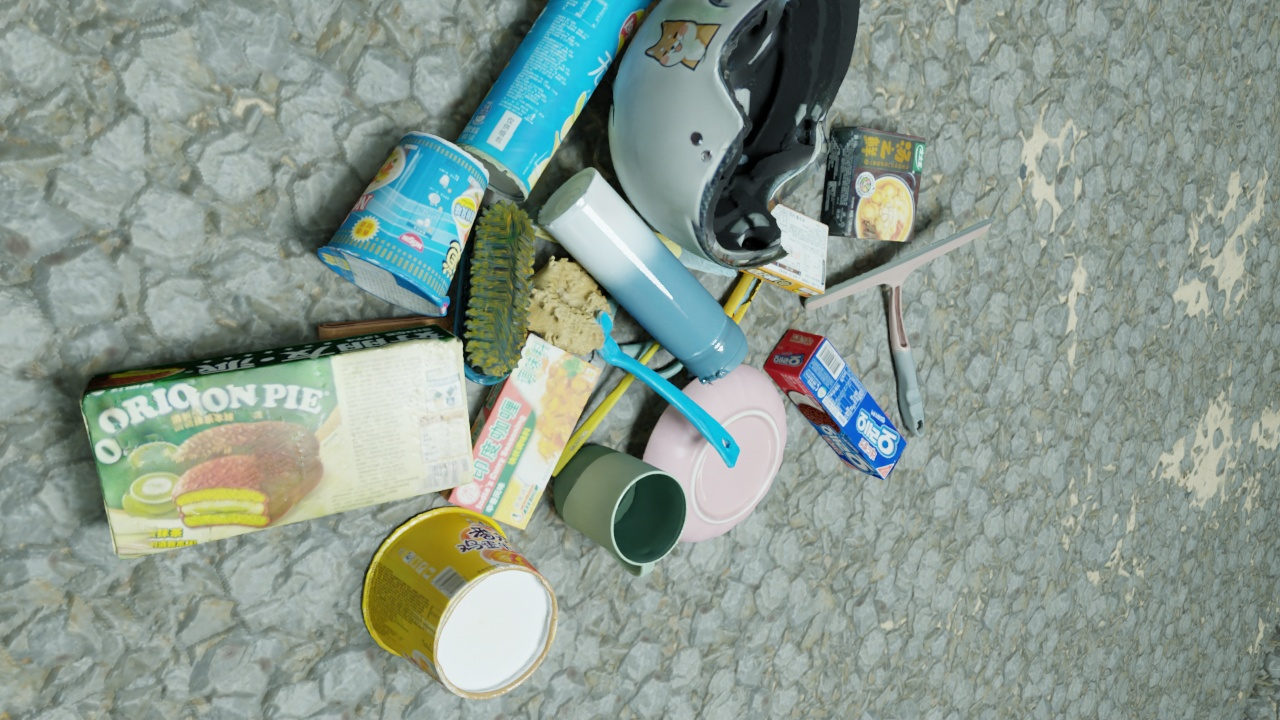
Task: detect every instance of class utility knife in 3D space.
[{"bbox_3d":[-0.004,-0.103,0.807,0.212,0.022,0.031,11,93,-20],"label":"utility knife"},{"bbox_3d":[0.091,-0.046,0.905,0.170,0.015,0.033,-59,141,-19],"label":"utility knife"}]

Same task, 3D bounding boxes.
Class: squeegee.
[{"bbox_3d":[0.307,-0.017,1.068,0.247,0.040,0.250,-23,120,-13],"label":"squeegee"}]

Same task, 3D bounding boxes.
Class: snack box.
[{"bbox_3d":[0.219,0.052,1.006,0.207,0.058,0.057,45,73,-34],"label":"snack box"},{"bbox_3d":[0.128,-0.118,0.908,0.153,0.026,0.075,16,74,-38],"label":"snack box"},{"bbox_3d":[-0.242,0.050,0.639,0.239,0.063,0.114,-11,107,-24],"label":"snack box"},{"bbox_3d":[-0.101,0.060,0.784,0.077,0.027,0.155,28,86,-30],"label":"snack box"},{"bbox_3d":[0.255,-0.187,0.987,0.125,0.053,0.113,-2,102,-31],"label":"snack box"}]

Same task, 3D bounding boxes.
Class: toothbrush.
[{"bbox_3d":[-0.024,0.026,0.830,0.190,0.016,0.016,-51,123,-9],"label":"toothbrush"}]

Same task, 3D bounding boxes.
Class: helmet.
[{"bbox_3d":[0.065,-0.218,0.763,0.273,0.157,0.230,-68,155,-11],"label":"helmet"}]

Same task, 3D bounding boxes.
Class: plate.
[{"bbox_3d":[0.083,0.099,0.908,0.192,0.039,0.193,-19,121,-35],"label":"plate"}]

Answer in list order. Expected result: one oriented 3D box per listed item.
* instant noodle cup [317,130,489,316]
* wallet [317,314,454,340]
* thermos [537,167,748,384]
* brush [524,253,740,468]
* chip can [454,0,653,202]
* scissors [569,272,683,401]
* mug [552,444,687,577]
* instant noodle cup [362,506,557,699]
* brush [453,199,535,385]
[{"bbox_3d":[-0.165,-0.102,0.672,0.099,0.099,0.109,35,71,-36],"label":"instant noodle cup"},{"bbox_3d":[-0.194,0.032,0.716,0.107,0.031,0.132,-7,105,-33],"label":"wallet"},{"bbox_3d":[0.009,-0.066,0.783,0.220,0.070,0.070,44,74,-28],"label":"thermos"},{"bbox_3d":[-0.005,0.005,0.786,0.254,0.046,0.083,41,42,-13],"label":"brush"},{"bbox_3d":[-0.065,-0.230,0.724,0.071,0.071,0.210,37,79,-36],"label":"chip can"},{"bbox_3d":[-0.014,-0.046,0.839,0.170,0.019,0.181,-16,111,-31],"label":"scissors"},{"bbox_3d":[-0.019,0.137,0.819,0.082,0.106,0.112,-23,113,-31],"label":"mug"},{"bbox_3d":[-0.139,0.200,0.745,0.137,0.110,0.138,-10,106,-36],"label":"instant noodle cup"},{"bbox_3d":[-0.119,-0.051,0.721,0.055,0.074,0.143,9,76,-26],"label":"brush"}]
